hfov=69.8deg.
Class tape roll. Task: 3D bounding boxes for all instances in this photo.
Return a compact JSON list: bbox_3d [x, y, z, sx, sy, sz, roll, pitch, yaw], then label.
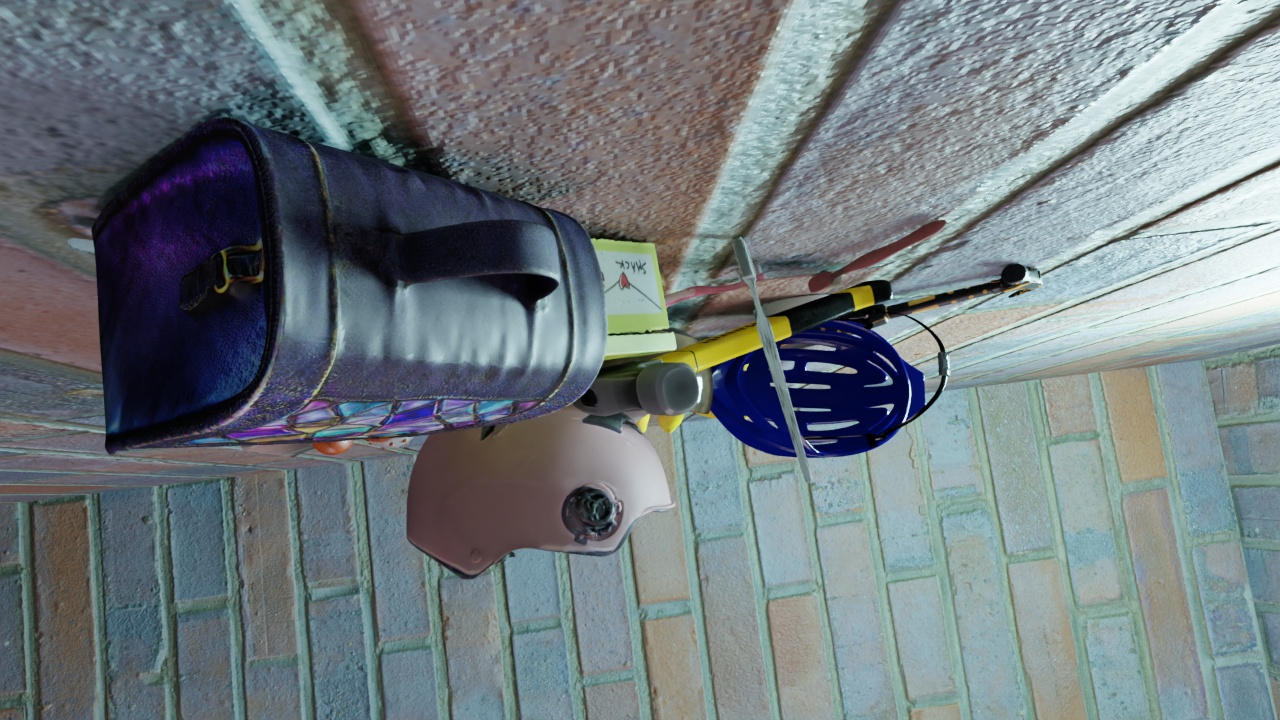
[{"bbox_3d":[0.166,-0.053,0.968,0.093,0.013,0.093,-7,173,-1],"label":"tape roll"}]

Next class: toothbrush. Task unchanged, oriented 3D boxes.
[{"bbox_3d":[0.092,-0.002,0.645,0.010,0.181,0.010,-18,167,16],"label":"toothbrush"},{"bbox_3d":[0.037,-0.053,0.757,0.135,0.016,0.021,-18,176,8],"label":"toothbrush"},{"bbox_3d":[0.193,-0.085,0.757,0.015,0.015,0.185,-7,172,-22],"label":"toothbrush"}]

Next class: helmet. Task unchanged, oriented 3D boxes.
[{"bbox_3d":[0.193,0.021,0.922,0.241,0.147,0.228,4,168,-15],"label":"helmet"},{"bbox_3d":[-0.097,0.104,0.875,0.255,0.152,0.230,-6,179,-11],"label":"helmet"}]

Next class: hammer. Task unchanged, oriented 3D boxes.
[{"bbox_3d":[0.273,-0.052,1.014,0.321,0.036,0.123,-14,171,29],"label":"hammer"},{"bbox_3d":[0.086,-0.019,0.739,0.323,0.034,0.170,-20,-170,-33],"label":"hammer"}]

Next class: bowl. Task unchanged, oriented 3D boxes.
[{"bbox_3d":[-0.005,0.005,0.906,0.162,0.070,0.162,10,178,0],"label":"bowl"}]

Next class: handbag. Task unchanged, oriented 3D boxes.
[{"bbox_3d":[-0.134,-0.028,0.458,0.223,0.125,0.204,-13,170,32],"label":"handbag"}]

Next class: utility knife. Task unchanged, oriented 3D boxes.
[{"bbox_3d":[-0.233,-0.056,0.552,0.031,0.019,0.218,-17,173,28],"label":"utility knife"}]

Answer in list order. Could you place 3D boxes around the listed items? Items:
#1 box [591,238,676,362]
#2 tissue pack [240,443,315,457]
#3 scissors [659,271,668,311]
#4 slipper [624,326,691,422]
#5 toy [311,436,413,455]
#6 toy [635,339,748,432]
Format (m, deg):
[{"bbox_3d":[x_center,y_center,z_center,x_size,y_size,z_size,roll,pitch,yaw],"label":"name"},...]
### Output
[{"bbox_3d":[-0.101,-0.023,0.654,0.221,0.082,0.124,-13,177,29],"label":"box"},{"bbox_3d":[-0.360,0.041,0.878,0.071,0.104,0.181,-22,176,-8],"label":"tissue pack"},{"bbox_3d":[-0.001,-0.051,0.799,0.134,0.016,0.227,-22,174,24],"label":"scissors"},{"bbox_3d":[-0.014,0.022,1.075,0.080,0.113,0.267,-16,175,-45],"label":"slipper"},{"bbox_3d":[-0.267,0.015,0.697,0.164,0.093,0.172,36,-165,27],"label":"toy"},{"bbox_3d":[0.062,0.019,1.141,0.194,0.134,0.087,-6,130,28],"label":"toy"}]
